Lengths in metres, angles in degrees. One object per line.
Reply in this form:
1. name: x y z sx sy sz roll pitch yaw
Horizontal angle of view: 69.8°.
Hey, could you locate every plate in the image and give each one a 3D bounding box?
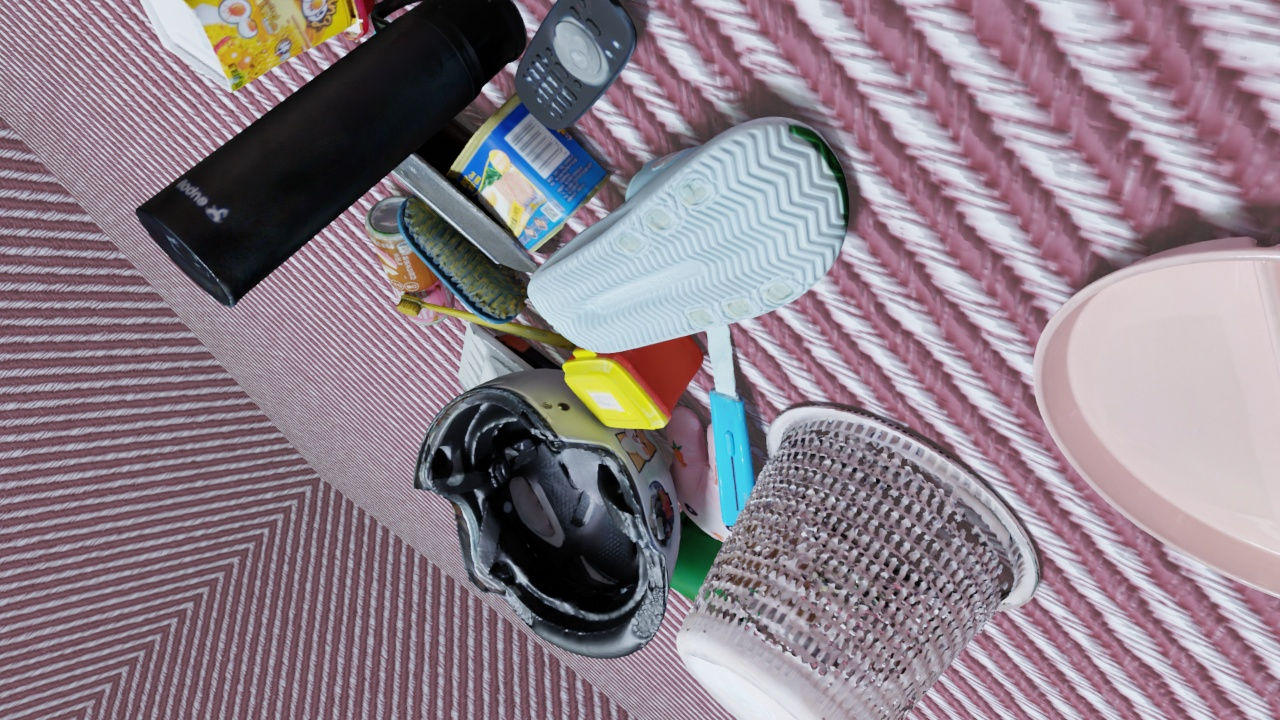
1. plate: -0.148 -0.120 0.724 0.179 0.024 0.179 42 178 1
2. plate: 0.288 0.034 0.396 0.229 0.028 0.230 33 156 17

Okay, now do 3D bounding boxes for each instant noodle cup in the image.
1. instant noodle cup: -0.264 -0.257 0.619 0.116 0.123 0.116 35 156 15

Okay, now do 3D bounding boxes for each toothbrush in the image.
1. toothbrush: -0.152 -0.035 0.893 0.190 0.016 0.016 14 150 15

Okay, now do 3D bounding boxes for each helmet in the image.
1. helmet: -0.062 0.120 0.848 0.231 0.156 0.274 -26 104 37

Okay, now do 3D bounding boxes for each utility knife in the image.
1. utility knife: 0.070 0.053 0.731 0.034 0.018 0.217 6 128 22

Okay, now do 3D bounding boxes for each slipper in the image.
1. slipper: 0.024 -0.071 0.556 0.104 0.074 0.246 42 141 -23

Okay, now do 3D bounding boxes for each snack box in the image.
1. snack box: -0.004 0.004 0.725 0.082 0.080 0.091 50 156 -20

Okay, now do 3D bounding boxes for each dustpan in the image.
1. dustpan: -0.086 0.079 1.040 0.257 0.142 0.223 64 160 9

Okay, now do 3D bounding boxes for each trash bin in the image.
1. trash bin: 0.138 0.176 0.668 0.227 0.191 0.228 34 155 18

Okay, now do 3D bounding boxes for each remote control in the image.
1. remote control: -0.037 -0.177 0.533 0.053 0.024 0.137 48 155 -10

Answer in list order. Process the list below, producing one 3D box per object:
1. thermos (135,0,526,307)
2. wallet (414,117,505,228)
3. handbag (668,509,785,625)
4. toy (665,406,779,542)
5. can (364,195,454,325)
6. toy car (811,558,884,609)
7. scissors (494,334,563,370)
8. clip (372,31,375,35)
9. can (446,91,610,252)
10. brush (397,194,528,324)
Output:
1. thermos: -0.177 -0.140 0.538 0.090 0.242 0.068 31 154 20
2. wallet: -0.150 -0.164 0.737 0.122 0.020 0.096 40 162 1
3. handbag: 0.075 0.207 0.907 0.131 0.120 0.068 22 144 42
4. toy: 0.070 0.111 0.837 0.121 0.054 0.159 16 138 43
5. can: -0.228 -0.098 0.920 0.058 0.057 0.147 32 155 21
6. toy car: 0.184 0.205 0.840 0.042 0.035 0.091 47 158 -10
7. scissors: -0.083 0.016 0.946 0.204 0.015 0.203 40 157 3
8. clip: -0.192 -0.232 0.689 0.038 0.013 0.055 43 158 -4
9. can: -0.079 -0.130 0.640 0.083 0.057 0.102 44 157 -12
10. brush: -0.165 -0.091 0.838 0.144 0.055 0.074 47 156 -13
